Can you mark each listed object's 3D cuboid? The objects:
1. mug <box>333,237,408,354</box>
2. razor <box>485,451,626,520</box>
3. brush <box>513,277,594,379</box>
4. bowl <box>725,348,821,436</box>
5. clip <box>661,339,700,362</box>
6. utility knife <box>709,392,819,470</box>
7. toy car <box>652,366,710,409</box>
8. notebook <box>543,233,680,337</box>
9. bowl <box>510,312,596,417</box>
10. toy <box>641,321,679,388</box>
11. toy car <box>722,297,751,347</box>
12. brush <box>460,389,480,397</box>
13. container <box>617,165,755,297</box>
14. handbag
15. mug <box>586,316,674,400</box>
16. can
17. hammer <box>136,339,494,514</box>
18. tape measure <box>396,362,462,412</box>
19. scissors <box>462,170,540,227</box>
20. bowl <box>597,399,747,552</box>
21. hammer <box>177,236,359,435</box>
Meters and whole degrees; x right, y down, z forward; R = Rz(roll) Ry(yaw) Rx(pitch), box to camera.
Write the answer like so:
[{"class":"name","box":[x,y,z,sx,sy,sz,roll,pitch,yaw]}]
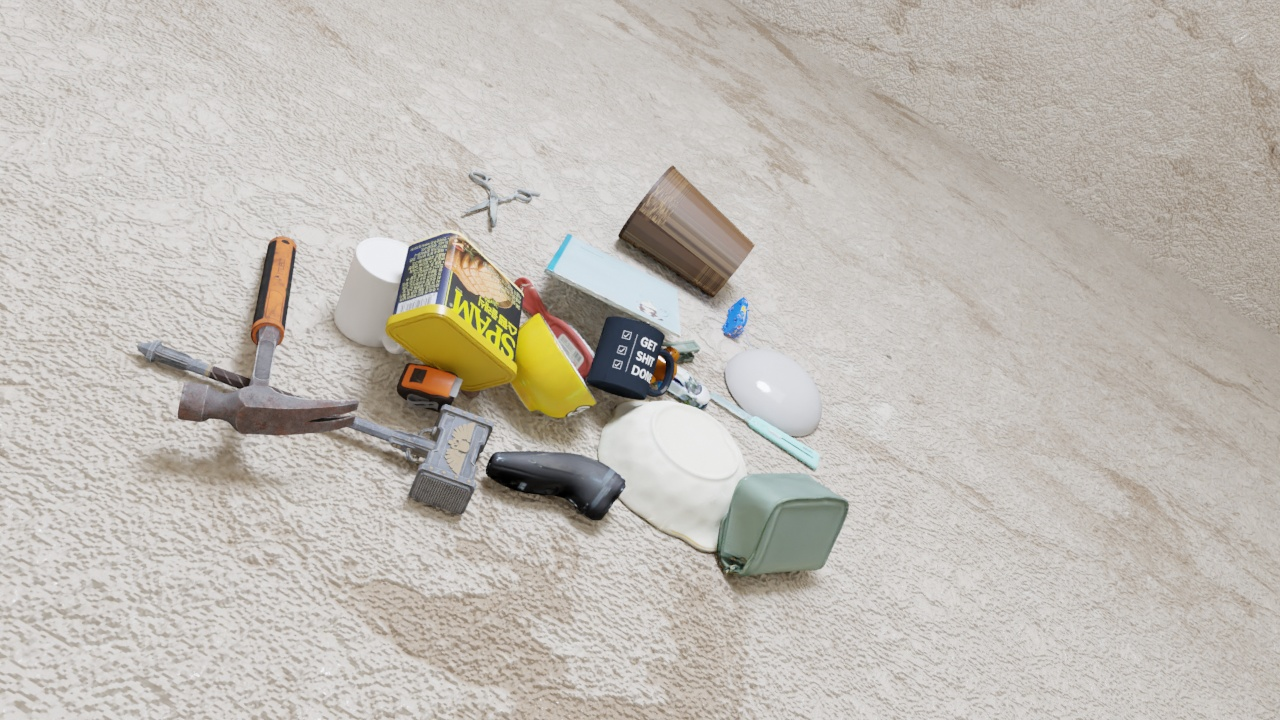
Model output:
[{"class":"mug","box":[-0.265,-0.059,0.960,0.073,0.091,0.110,-9,51,-44]},{"class":"razor","box":[-0.084,0.123,0.913,0.140,0.053,0.063,13,46,-21]},{"class":"brush","box":[-0.103,-0.040,1.118,0.172,0.041,0.030,50,21,28]},{"class":"bowl","box":[0.189,0.032,1.241,0.149,0.043,0.149,20,38,-17]},{"class":"clip","box":[0.045,-0.011,1.201,0.075,0.042,0.023,-7,48,-43]},{"class":"utility knife","box":[0.158,0.088,1.180,0.165,0.015,0.022,32,66,2]},{"class":"toy car","box":[0.050,0.028,1.157,0.090,0.027,0.038,32,32,0]},{"class":"notebook","box":[-0.030,-0.104,1.205,0.181,0.009,0.253,26,16,-7]},{"class":"bowl","box":[-0.106,0.014,0.997,0.117,0.067,0.117,58,-3,4]},{"class":"toy","box":[-0.006,0.006,1.113,0.090,0.071,0.102,39,66,12]},{"class":"toy car","box":[0.153,-0.045,1.332,0.062,0.033,0.091,42,37,-14]},{"class":"brush","box":[-0.170,-0.003,1.032,0.050,0.015,0.135,28,34,-5]},{"class":"container","box":[0.073,-0.184,1.360,0.167,0.132,0.131,38,34,-1]},{"class":"handbag","box":[0.149,0.177,0.980,0.121,0.106,0.067,4,19,-36]},{"class":"mug","box":[-0.004,0.004,1.063,0.105,0.071,0.077,25,77,-34]},{"class":"can","box":[-0.181,-0.049,0.924,0.135,0.075,0.104,46,39,-47]},{"class":"hammer","box":[-0.302,0.045,0.851,0.322,0.044,0.098,22,35,-11]},{"class":"tape measure","box":[-0.213,0.030,0.918,0.059,0.058,0.038,21,66,-9]},{"class":"scissors","box":[-0.194,-0.224,1.293,0.158,0.014,0.141,3,41,-37]},{"class":"bowl","box":[0.050,0.108,1.028,0.188,0.060,0.219,-1,46,-39]},{"class":"hammer","box":[-0.341,-0.035,0.878,0.137,0.035,0.314,10,30,-22]}]
